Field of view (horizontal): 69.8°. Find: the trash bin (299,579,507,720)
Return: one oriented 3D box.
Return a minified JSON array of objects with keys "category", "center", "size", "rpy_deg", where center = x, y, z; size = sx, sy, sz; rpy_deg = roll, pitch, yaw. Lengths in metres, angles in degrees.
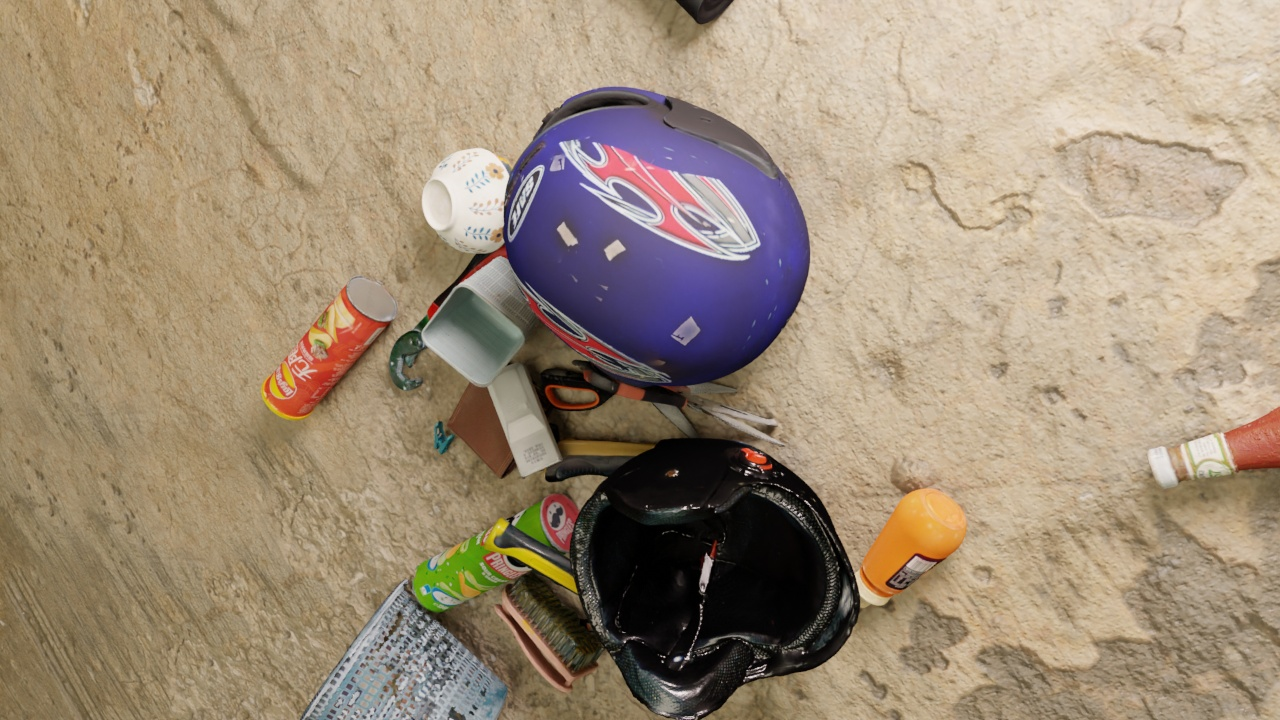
[{"category":"trash bin","center":[-0.284,0.423,1.147],"size":[0.195,0.226,0.227],"rpy_deg":[35,117,-1]}]

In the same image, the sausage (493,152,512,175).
[{"category":"sausage","center":[-0.118,-0.151,0.990],"size":[0.022,0.021,0.165],"rpy_deg":[-29,91,29]}]

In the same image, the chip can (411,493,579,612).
[{"category":"chip can","center":[-0.174,0.236,1.102],"size":[0.237,0.072,0.072],"rpy_deg":[-30,90,30]}]

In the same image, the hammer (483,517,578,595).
[{"category":"hammer","center":[-0.023,0.266,1.012],"size":[0.323,0.031,0.126],"rpy_deg":[32,115,-4]}]

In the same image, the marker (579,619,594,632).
[{"category":"marker","center":[-0.033,0.316,1.091],"size":[0.124,0.015,0.018],"rpy_deg":[-9,99,30]}]

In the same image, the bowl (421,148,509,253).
[{"category":"bowl","center":[-0.193,-0.169,0.982],"size":[0.114,0.062,0.113],"rpy_deg":[11,107,41]}]

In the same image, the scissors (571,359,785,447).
[{"category":"scissors","center":[0.035,0.032,0.903],"size":[0.226,0.188,0.015],"rpy_deg":[33,108,35]}]

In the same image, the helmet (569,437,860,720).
[{"category":"helmet","center":[0.071,0.187,0.881],"size":[0.275,0.229,0.234],"rpy_deg":[4,111,13]}]

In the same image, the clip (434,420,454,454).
[{"category":"clip","center":[-0.240,0.097,1.116],"size":[0.038,0.013,0.056],"rpy_deg":[44,146,15]}]

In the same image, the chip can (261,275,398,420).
[{"category":"chip can","center":[-0.385,-0.012,1.132],"size":[0.217,0.073,0.073],"rpy_deg":[-40,85,29]}]

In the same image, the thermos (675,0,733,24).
[{"category":"thermos","center":[-0.014,-0.408,0.826],"size":[0.242,0.089,0.069],"rpy_deg":[46,135,7]}]

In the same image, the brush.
[{"category":"brush","center":[-0.116,0.323,1.096],"size":[0.145,0.063,0.073],"rpy_deg":[41,106,23]}]

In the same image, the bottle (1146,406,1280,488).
[{"category":"bottle","center":[0.515,0.061,0.722],"size":[0.207,0.059,0.060],"rpy_deg":[-21,95,29]}]

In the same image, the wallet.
[{"category":"wallet","center":[-0.167,0.064,1.073],"size":[0.101,0.032,0.125],"rpy_deg":[41,117,13]}]

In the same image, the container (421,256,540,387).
[{"category":"container","center":[-0.158,-0.046,0.982],"size":[0.090,0.111,0.090],"rpy_deg":[40,119,-6]}]

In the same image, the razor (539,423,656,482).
[{"category":"razor","center":[-0.053,0.103,1.021],"size":[0.168,0.062,0.067],"rpy_deg":[-1,73,21]}]

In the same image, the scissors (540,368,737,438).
[{"category":"scissors","center":[-0.015,0.016,0.991],"size":[0.229,0.021,0.221],"rpy_deg":[-23,99,27]}]

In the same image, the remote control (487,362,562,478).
[{"category":"remote control","center":[-0.130,0.064,1.011],"size":[0.049,0.024,0.125],"rpy_deg":[-26,74,6]}]

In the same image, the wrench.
[{"category":"wrench","center":[-0.220,-0.062,1.069],"size":[0.056,0.016,0.274],"rpy_deg":[48,119,7]}]

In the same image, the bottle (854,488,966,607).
[{"category":"bottle","center":[0.251,0.191,0.891],"size":[0.067,0.066,0.150],"rpy_deg":[37,124,12]}]

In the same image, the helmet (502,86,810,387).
[{"category":"helmet","center":[-0.006,-0.116,0.823],"size":[0.315,0.239,0.248],"rpy_deg":[35,115,13]}]
